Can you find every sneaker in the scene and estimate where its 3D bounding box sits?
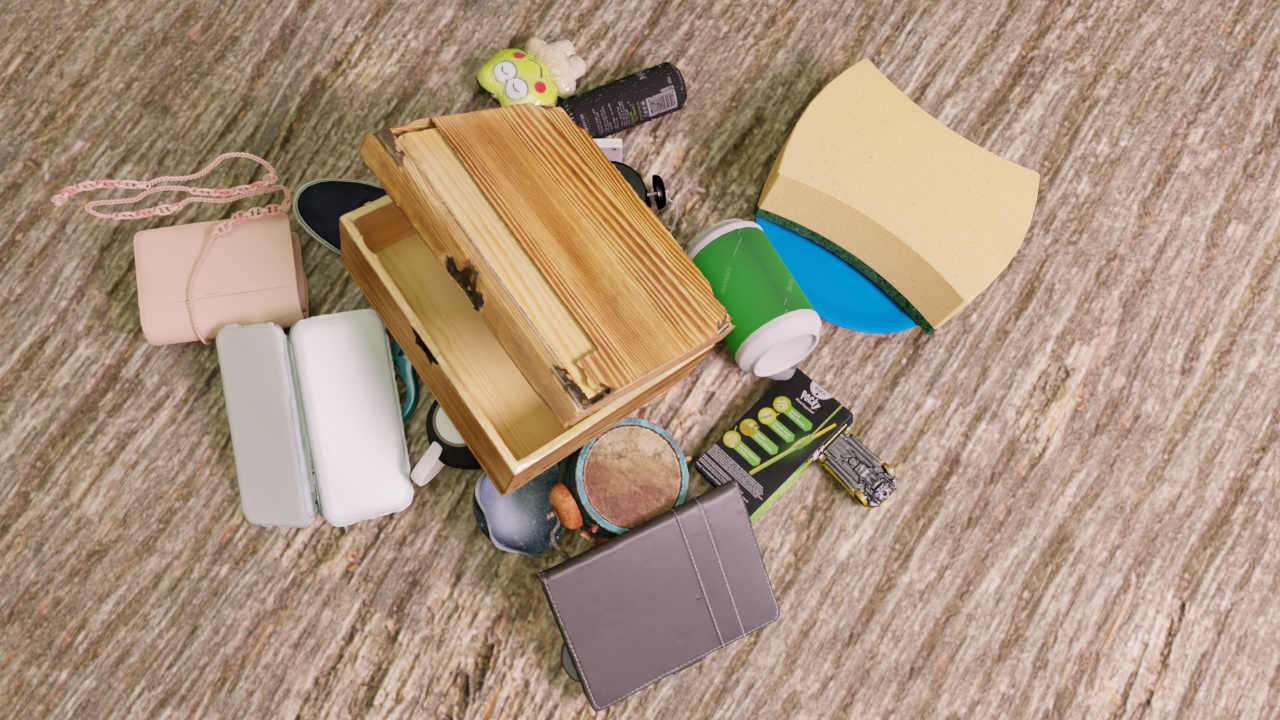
[{"bbox_3d":[-0.252,-0.134,0.943,0.235,0.079,0.084,23,81,2],"label":"sneaker"}]

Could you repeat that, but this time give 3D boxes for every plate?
[{"bbox_3d":[0.225,-0.126,0.969,0.224,0.024,0.224,5,65,-11],"label":"plate"}]

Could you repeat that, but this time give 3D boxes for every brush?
[{"bbox_3d":[0.263,-0.170,0.940,0.250,0.075,0.194,35,63,4],"label":"brush"}]

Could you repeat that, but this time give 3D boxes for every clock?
[{"bbox_3d":[-0.020,-0.163,0.972,0.121,0.042,0.091,22,79,3],"label":"clock"},{"bbox_3d":[-0.028,0.133,0.904,0.121,0.073,0.157,38,69,-6],"label":"clock"}]

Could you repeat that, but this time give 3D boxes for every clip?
[{"bbox_3d":[-0.264,0.004,0.949,0.119,0.033,0.121,0,81,2],"label":"clip"}]

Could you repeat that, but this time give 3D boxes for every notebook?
[{"bbox_3d":[0.024,0.227,0.880,0.209,0.029,0.169,-22,111,-11],"label":"notebook"}]

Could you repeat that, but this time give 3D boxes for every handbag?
[{"bbox_3d":[-0.428,-0.092,0.876,0.198,0.187,0.116,-9,74,-8],"label":"handbag"}]

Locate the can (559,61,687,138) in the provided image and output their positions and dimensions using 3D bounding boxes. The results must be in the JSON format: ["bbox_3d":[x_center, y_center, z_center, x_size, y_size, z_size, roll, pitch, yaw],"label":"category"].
[{"bbox_3d":[-0.019,-0.275,0.987,0.137,0.054,0.054,-22,82,-5],"label":"can"}]

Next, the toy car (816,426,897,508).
[{"bbox_3d":[0.216,0.105,0.944,0.049,0.030,0.107,-42,79,-6],"label":"toy car"}]

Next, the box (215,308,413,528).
[{"bbox_3d":[-0.323,0.059,0.897,0.185,0.084,0.211,-5,97,-7],"label":"box"}]

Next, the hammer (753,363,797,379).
[{"bbox_3d":[0.020,-0.071,0.957,0.328,0.052,0.097,18,65,7],"label":"hammer"}]

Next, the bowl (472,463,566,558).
[{"bbox_3d":[-0.126,0.141,0.906,0.110,0.055,0.110,15,67,-39],"label":"bowl"}]

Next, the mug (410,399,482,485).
[{"bbox_3d":[-0.182,0.076,0.900,0.085,0.100,0.118,43,82,5],"label":"mug"}]

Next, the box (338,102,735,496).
[{"bbox_3d":[-0.077,-0.080,0.807,0.258,0.221,0.279,-32,79,-26],"label":"box"}]

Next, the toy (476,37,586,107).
[{"bbox_3d":[-0.114,-0.308,0.995,0.115,0.046,0.092,-34,78,-15],"label":"toy"}]

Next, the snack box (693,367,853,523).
[{"bbox_3d":[0.136,0.084,0.934,0.147,0.025,0.080,-44,64,-8],"label":"snack box"}]

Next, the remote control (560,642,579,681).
[{"bbox_3d":[-0.018,0.286,0.917,0.124,0.009,0.046,-14,81,-4],"label":"remote control"}]

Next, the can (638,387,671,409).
[{"bbox_3d":[-0.006,0.006,0.947,0.086,0.043,0.086,0,80,0],"label":"can"}]

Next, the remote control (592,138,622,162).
[{"bbox_3d":[-0.088,-0.222,0.977,0.136,0.050,0.011,-1,80,-2],"label":"remote control"}]

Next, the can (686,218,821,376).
[{"bbox_3d":[0.105,-0.061,0.878,0.087,0.088,0.139,-25,65,-6],"label":"can"}]
